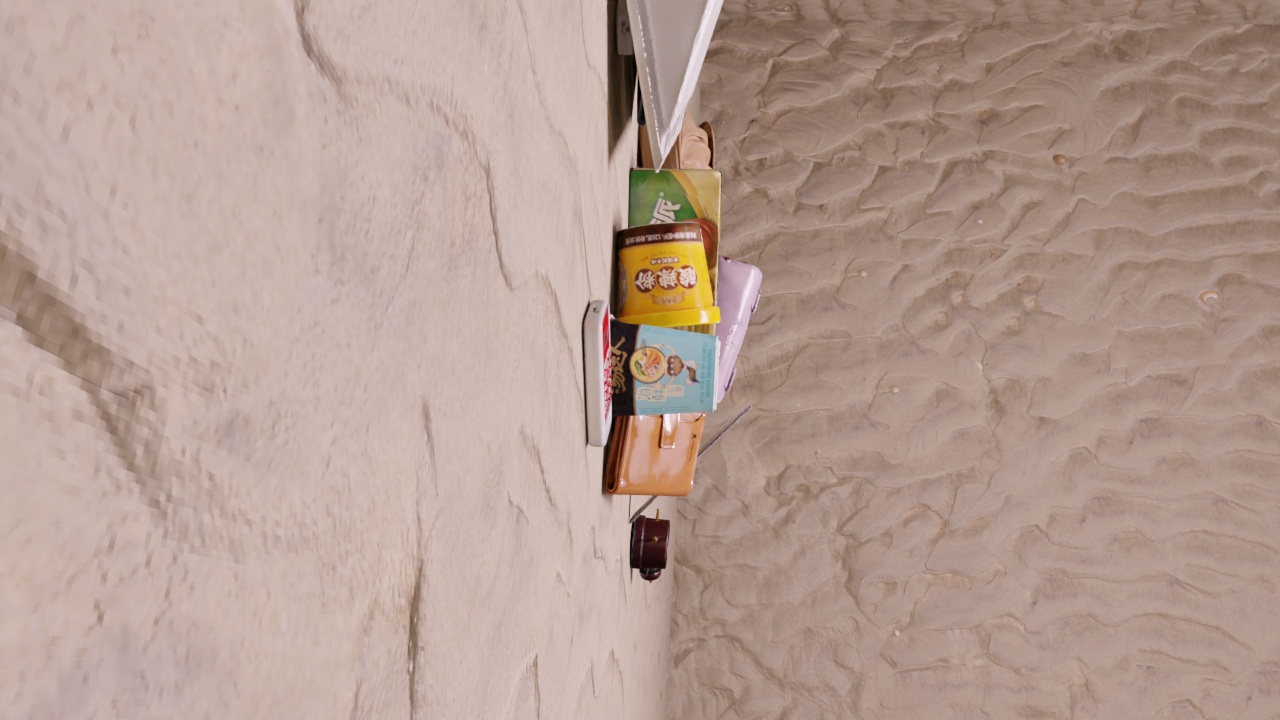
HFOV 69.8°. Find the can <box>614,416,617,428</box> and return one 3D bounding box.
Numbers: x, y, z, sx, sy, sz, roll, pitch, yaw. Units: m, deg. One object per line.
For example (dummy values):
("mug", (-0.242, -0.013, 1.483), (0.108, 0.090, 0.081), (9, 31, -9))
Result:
("can", (-0.001, 0.053, 1.075), (0.058, 0.058, 0.147), (-56, 149, -80))

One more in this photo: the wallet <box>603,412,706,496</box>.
("wallet", (0.019, 0.101, 1.041), (0.131, 0.031, 0.108), (12, 90, -48))

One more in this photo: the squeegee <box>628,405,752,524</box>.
("squeegee", (0.051, 0.105, 1.413), (0.039, 0.247, 0.246), (39, 11, -29))

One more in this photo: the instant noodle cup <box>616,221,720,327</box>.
("instant noodle cup", (0.026, -0.093, 1.028), (0.118, 0.118, 0.114), (-26, 112, -84))

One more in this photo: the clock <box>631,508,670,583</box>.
("clock", (0.016, 0.288, 1.409), (0.081, 0.055, 0.122), (-82, 174, -49))

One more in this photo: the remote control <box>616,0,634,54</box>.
("remote control", (-0.010, -0.360, 0.983), (0.135, 0.019, 0.056), (-76, 167, -67))

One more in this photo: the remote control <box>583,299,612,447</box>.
("remote control", (-0.038, 0.013, 0.848), (0.055, 0.020, 0.136), (-80, 171, -61))

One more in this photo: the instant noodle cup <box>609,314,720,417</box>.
("instant noodle cup", (0.021, 0.010, 0.945), (0.111, 0.120, 0.111), (4, 88, -85))

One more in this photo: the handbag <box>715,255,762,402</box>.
("handbag", (0.101, -0.039, 1.294), (0.145, 0.098, 0.197), (82, 28, -86))

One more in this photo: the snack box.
("snack box", (0.043, -0.123, 1.170), (0.063, 0.114, 0.240), (-62, 154, -76))

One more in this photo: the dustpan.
("dustpan", (0.009, -0.366, 0.960), (0.222, 0.142, 0.258), (-70, -179, -63))

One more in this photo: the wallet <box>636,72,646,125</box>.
("wallet", (0.009, -0.357, 1.094), (0.121, 0.019, 0.097), (101, -9, -59))

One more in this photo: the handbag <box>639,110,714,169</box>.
("handbag", (0.060, -0.241, 1.272), (0.147, 0.100, 0.205), (-43, 130, -65))
